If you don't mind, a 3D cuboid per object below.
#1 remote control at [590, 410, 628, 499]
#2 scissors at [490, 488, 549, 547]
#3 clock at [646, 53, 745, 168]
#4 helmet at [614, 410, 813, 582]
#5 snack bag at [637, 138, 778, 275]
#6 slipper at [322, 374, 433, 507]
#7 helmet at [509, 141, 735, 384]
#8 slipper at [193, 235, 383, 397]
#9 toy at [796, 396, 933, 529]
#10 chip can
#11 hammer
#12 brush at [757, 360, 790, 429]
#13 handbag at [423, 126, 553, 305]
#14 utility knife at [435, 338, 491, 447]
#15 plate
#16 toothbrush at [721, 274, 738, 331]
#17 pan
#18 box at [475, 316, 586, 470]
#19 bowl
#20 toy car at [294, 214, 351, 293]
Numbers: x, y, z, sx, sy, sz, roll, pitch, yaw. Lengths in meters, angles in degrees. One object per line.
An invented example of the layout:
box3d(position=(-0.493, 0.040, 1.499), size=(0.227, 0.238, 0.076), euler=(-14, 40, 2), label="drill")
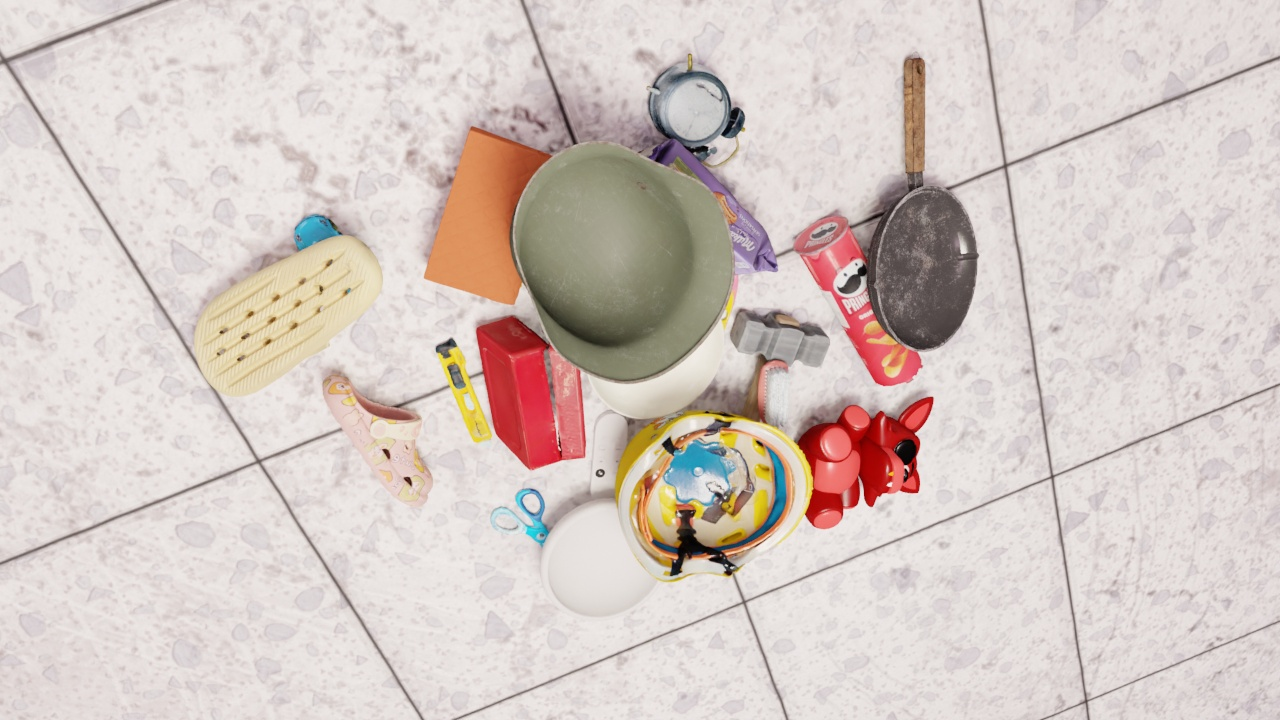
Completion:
box3d(position=(-0.042, 0.129, 1.211), size=(0.043, 0.013, 0.137), euler=(0, 114, -12), label="remote control")
box3d(position=(-0.132, 0.228, 1.238), size=(0.083, 0.015, 0.140), euler=(-43, 112, 6), label="scissors")
box3d(position=(0.064, -0.275, 1.033), size=(0.090, 0.052, 0.129), euler=(-37, 120, 6), label="clock")
box3d(position=(0.077, 0.152, 1.149), size=(0.239, 0.139, 0.209), euler=(-8, 105, -14), label="helmet")
box3d(position=(0.068, -0.170, 1.055), size=(0.205, 0.096, 0.058), euler=(40, 72, -25), label="snack bag")
box3d(position=(-0.300, 0.089, 1.101), size=(0.081, 0.093, 0.197), euler=(-34, 116, -8), label="slipper")
box3d(position=(-0.045, -0.121, 0.980), size=(0.227, 0.154, 0.268), euler=(-45, 129, -5), label="helmet")
box3d(position=(-0.383, -0.056, 1.019), size=(0.262, 0.079, 0.111), euler=(-29, 98, 19), label="slipper")
box3d(position=(0.305, 0.134, 1.235), size=(0.197, 0.120, 0.158), euler=(-8, 113, -18), label="toy")
box3d(position=(0.278, -0.069, 1.157), size=(0.073, 0.073, 0.233), euler=(-34, 116, 4), label="chip can")
box3d(position=(0.140, 0.090, 1.216), size=(0.117, 0.051, 0.323), euler=(11, 114, -16), label="hammer")
box3d(position=(0.171, 0.080, 1.174), size=(0.041, 0.030, 0.173), euler=(-7, 121, -9), label="brush")
box3d(position=(-0.164, -0.160, 1.029), size=(0.109, 0.060, 0.172), euler=(18, 106, -13), label="handbag")
box3d(position=(-0.216, 0.044, 1.137), size=(0.030, 0.017, 0.156), euler=(-14, 119, 5), label="utility knife")
box3d(position=(0.014, -0.017, 1.130), size=(0.182, 0.034, 0.182), euler=(-7, 112, -19), label="plate")
box3d(position=(0.104, -0.049, 1.162), size=(0.021, 0.016, 0.136), euler=(6, 110, -13), label="toothbrush")
box3d(position=(0.334, -0.187, 1.114), size=(0.207, 0.040, 0.357), euler=(-16, 104, -35), label="pan")
box3d(position=(-0.127, 0.034, 1.087), size=(0.122, 0.136, 0.157), euler=(-7, 114, -9), label="box")
box3d(position=(-0.053, 0.258, 1.232), size=(0.176, 0.066, 0.177), euler=(-6, 110, -16), label="bowl")
box3d(position=(-0.342, -0.115, 1.029), size=(0.048, 0.032, 0.105), euler=(-38, 114, 7), label="toy car")
